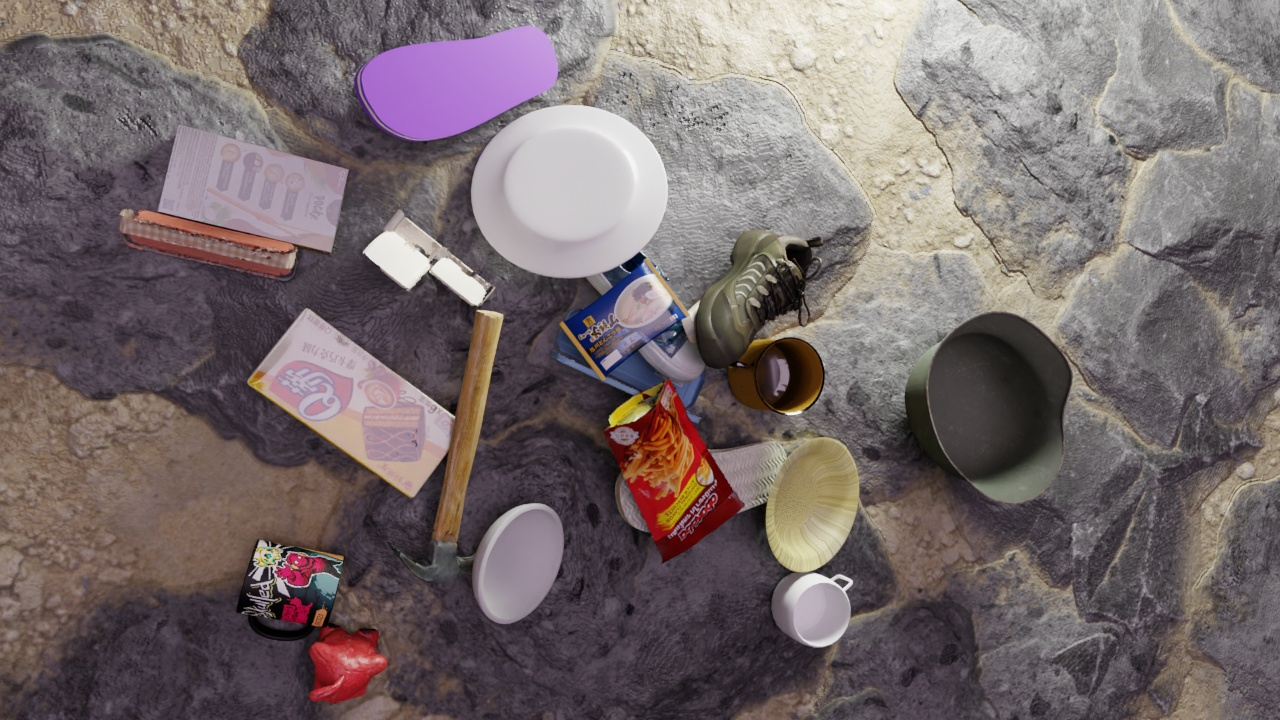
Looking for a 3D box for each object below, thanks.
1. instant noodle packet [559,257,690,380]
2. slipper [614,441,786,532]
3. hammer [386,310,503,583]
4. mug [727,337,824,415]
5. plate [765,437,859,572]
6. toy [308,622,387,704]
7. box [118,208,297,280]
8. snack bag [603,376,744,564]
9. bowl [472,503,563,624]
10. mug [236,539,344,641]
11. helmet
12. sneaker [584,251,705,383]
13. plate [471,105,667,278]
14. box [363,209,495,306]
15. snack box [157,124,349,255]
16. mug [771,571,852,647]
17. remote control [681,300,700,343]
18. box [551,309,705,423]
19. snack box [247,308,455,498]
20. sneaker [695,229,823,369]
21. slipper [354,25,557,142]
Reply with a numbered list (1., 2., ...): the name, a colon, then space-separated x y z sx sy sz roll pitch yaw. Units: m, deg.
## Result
1. instant noodle packet: -0.019 -0.050 1.117 0.134 0.026 0.087 -37 92 2
2. slipper: 0.081 0.159 1.217 0.262 0.052 0.115 -7 88 -28
3. hammer: -0.210 0.104 1.074 0.132 0.033 0.330 5 101 -40
4. mug: 0.167 0.017 1.220 0.123 0.094 0.100 14 86 -19
5. plate: 0.224 0.193 1.252 0.184 0.036 0.184 -7 101 -37
6. toy: -0.340 0.367 1.045 0.088 0.133 0.094 15 94 -7
7. box: -0.484 -0.127 1.030 0.187 0.071 0.056 12 47 -16
8. snack bag: 0.037 0.138 1.144 0.138 0.067 0.208 -37 114 -28
9. bowl: -0.157 0.242 1.121 0.149 0.043 0.150 -24 120 -49
10. mug: -0.404 0.271 1.051 0.098 0.081 0.118 16 108 -17
11. helmet: 0.469 0.072 1.284 0.226 0.154 0.268 -33 95 -14
12. sneaker: 0.014 -0.079 1.167 0.235 0.079 0.087 51 44 -6
13. plate: -0.088 -0.215 1.128 0.242 0.016 0.242 0 71 -1
14. box: -0.238 -0.109 1.050 0.144 0.187 0.058 39 94 -10
15. snack box: -0.443 -0.194 1.060 0.186 0.032 0.101 13 86 -17
16. mug: 0.240 0.332 1.255 0.115 0.068 0.094 -35 100 -15
17. remote control: 0.078 -0.053 1.187 0.018 0.125 0.038 -19 98 18
18. box: -0.008 0.006 1.177 0.209 0.085 0.073 25 94 -17
19. snack box: -0.331 0.052 1.079 0.230 0.062 0.110 39 79 -14
20. sneaker: 0.169 -0.077 1.158 0.101 0.143 0.237 60 44 -36
21. slipper: -0.228 -0.332 1.110 0.265 0.084 0.107 -31 112 -35
